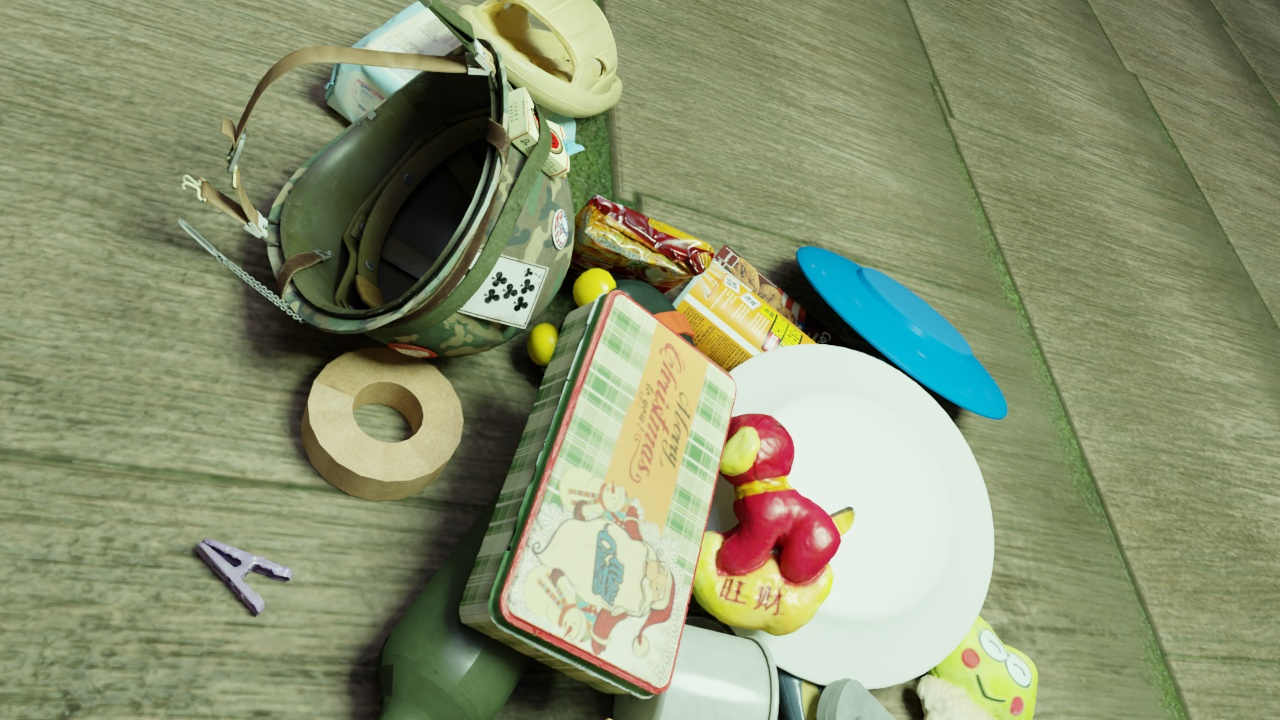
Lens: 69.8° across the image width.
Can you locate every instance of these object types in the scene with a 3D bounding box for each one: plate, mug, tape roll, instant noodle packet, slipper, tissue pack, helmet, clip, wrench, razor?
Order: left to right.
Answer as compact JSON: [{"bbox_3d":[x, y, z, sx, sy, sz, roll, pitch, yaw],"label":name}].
[{"bbox_3d":[-0.211,0.112,0.495,0.046,0.014,0.050,-22,73,-39],"label":"clip"},{"bbox_3d":[-0.159,0.038,0.567,0.094,0.027,0.093,15,51,-20],"label":"tape roll"},{"bbox_3d":[-0.142,-0.104,0.555,0.236,0.193,0.223,50,20,-30],"label":"helmet"},{"bbox_3d":[-0.143,-0.192,0.717,0.182,0.070,0.111,38,47,-4],"label":"tissue pack"},{"bbox_3d":[-0.058,-0.252,0.736,0.111,0.079,0.261,42,18,0],"label":"slipper"},{"bbox_3d":[-0.013,-0.076,0.671,0.098,0.136,0.039,17,78,-17],"label":"instant noodle packet"},{"bbox_3d":[0.028,0.189,0.540,0.070,0.084,0.113,18,21,-16],"label":"mug"},{"bbox_3d":[0.088,0.159,0.628,0.073,0.022,0.273,4,56,-30],"label":"wrench"},{"bbox_3d":[0.142,0.099,0.633,0.242,0.016,0.242,6,67,-15],"label":"plate"},{"bbox_3d":[0.231,-0.035,0.791,0.224,0.024,0.224,30,24,-15],"label":"plate"},{"bbox_3d":[0.179,0.228,0.550,0.088,0.116,0.047,47,46,-21],"label":"razor"}]

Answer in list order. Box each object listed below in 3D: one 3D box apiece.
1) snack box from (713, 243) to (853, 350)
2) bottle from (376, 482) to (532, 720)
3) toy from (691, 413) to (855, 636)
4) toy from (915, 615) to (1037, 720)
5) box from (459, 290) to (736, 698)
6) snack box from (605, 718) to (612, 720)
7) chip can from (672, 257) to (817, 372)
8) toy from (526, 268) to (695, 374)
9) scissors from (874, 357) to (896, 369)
[{"bbox_3d":[0.107,-0.032,0.771,0.141,0.032,0.050,40,47,1],"label":"snack box"},{"bbox_3d":[-0.091,0.146,0.500,0.071,0.072,0.206,37,47,-2],"label":"bottle"},{"bbox_3d":[0.079,0.100,0.569,0.105,0.067,0.137,-5,76,6],"label":"toy"},{"bbox_3d":[0.233,0.237,0.642,0.092,0.046,0.115,42,55,-1],"label":"toy"},{"bbox_3d":[-0.015,0.070,0.512,0.117,0.050,0.205,39,51,-28],"label":"box"},{"bbox_3d":[-0.027,0.293,0.423,0.145,0.081,0.194,44,47,5],"label":"snack box"},{"bbox_3d":[0.115,0.017,0.711,0.215,0.075,0.075,39,47,1],"label":"chip can"},{"bbox_3d":[-0.004,0.004,0.637,0.099,0.098,0.119,-11,62,-53],"label":"toy"},{"bbox_3d":[0.220,0.049,0.794,0.134,0.012,0.134,27,47,-8],"label":"scissors"}]
